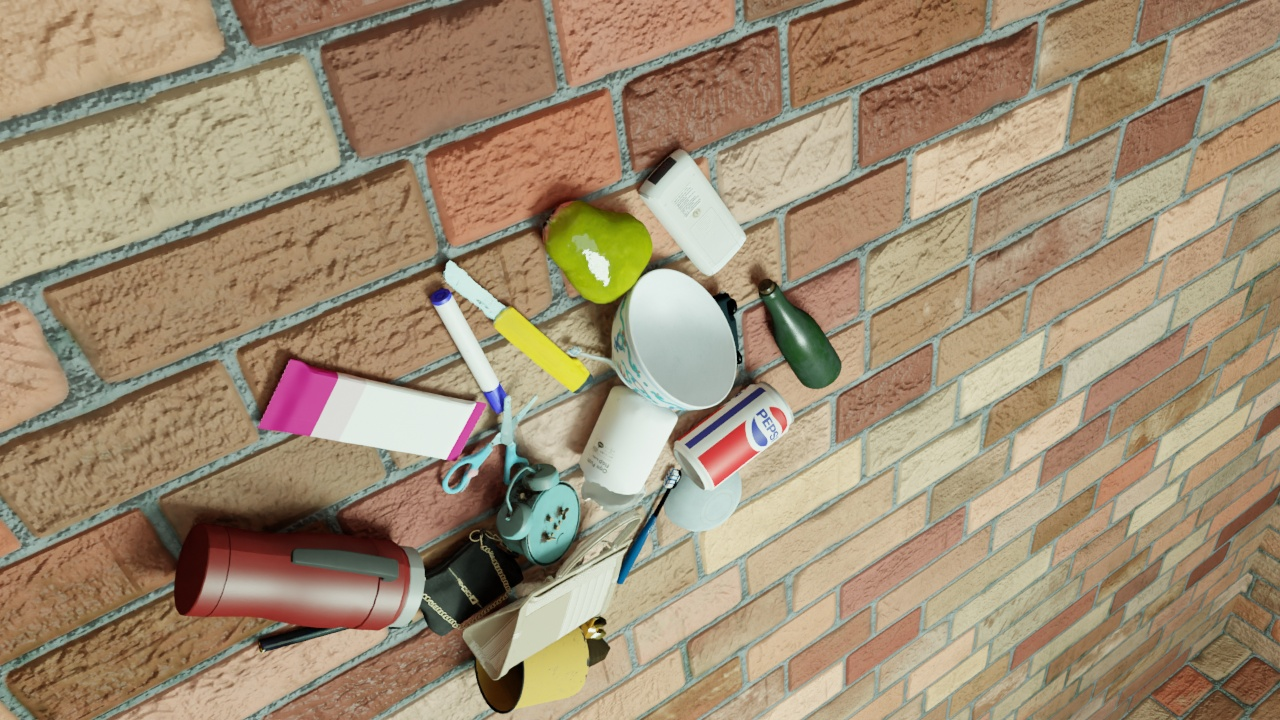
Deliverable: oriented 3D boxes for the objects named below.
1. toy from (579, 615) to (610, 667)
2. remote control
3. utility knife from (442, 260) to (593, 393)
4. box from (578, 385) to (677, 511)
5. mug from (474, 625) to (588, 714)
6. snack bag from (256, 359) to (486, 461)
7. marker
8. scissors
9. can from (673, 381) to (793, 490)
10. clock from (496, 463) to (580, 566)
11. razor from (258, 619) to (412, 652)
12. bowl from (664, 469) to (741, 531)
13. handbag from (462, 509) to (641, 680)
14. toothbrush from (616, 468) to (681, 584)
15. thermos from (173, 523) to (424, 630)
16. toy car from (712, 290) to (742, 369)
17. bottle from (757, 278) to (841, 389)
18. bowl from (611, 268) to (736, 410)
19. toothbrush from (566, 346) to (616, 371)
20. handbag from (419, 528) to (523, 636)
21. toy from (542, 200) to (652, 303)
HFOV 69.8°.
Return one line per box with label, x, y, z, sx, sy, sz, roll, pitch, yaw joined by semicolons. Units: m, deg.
toy;-0.068;0.329;1.097;0.076;0.062;0.100;21;125;-6
remote control;0.054;-0.143;0.905;0.060;0.025;0.138;-47;133;-2
utility knife;-0.111;-0.027;0.863;0.030;0.019;0.223;-52;140;-5
box;-0.017;0.099;0.975;0.089;0.080;0.143;4;117;-54
mug;-0.128;0.342;1.044;0.094;0.100;0.124;5;152;-41
snack bag;-0.233;0.048;0.821;0.196;0.016;0.070;16;111;-42
marker;-0.154;-0.006;0.842;0.020;0.020;0.142;-34;133;-14
scissors;-0.130;0.087;0.912;0.141;0.015;0.111;-45;142;16
can;0.107;0.087;1.063;0.132;0.070;0.070;-36;133;-12
clock;-0.108;0.156;0.939;0.089;0.053;0.124;-60;142;-31
razor;-0.302;0.266;0.910;0.144;0.043;0.022;-2;75;-32
bowl;0.084;0.168;1.119;0.106;0.039;0.106;-19;127;-26
handbag;-0.065;0.223;0.951;0.175;0.062;0.198;-15;149;-53
toothbrush;0.008;0.201;1.101;0.014;0.014;0.168;17;109;-31
thermos;-0.291;0.190;0.814;0.198;0.083;0.108;18;143;-40
toy car;0.083;-0.025;0.997;0.046;0.034;0.112;-28;132;-19
bottle;0.176;-0.034;1.047;0.055;0.055;0.174;-45;133;-4
bowl;0.019;-0.011;0.915;0.143;0.143;0.074;10;154;-41
toothbrush;-0.006;0.006;0.960;0.185;0.022;0.024;13;145;-41
handbag;-0.187;0.228;0.957;0.128;0.054;0.079;-35;122;-10
toy;-0.041;-0.105;0.841;0.110;0.051;0.090;36;91;-42
